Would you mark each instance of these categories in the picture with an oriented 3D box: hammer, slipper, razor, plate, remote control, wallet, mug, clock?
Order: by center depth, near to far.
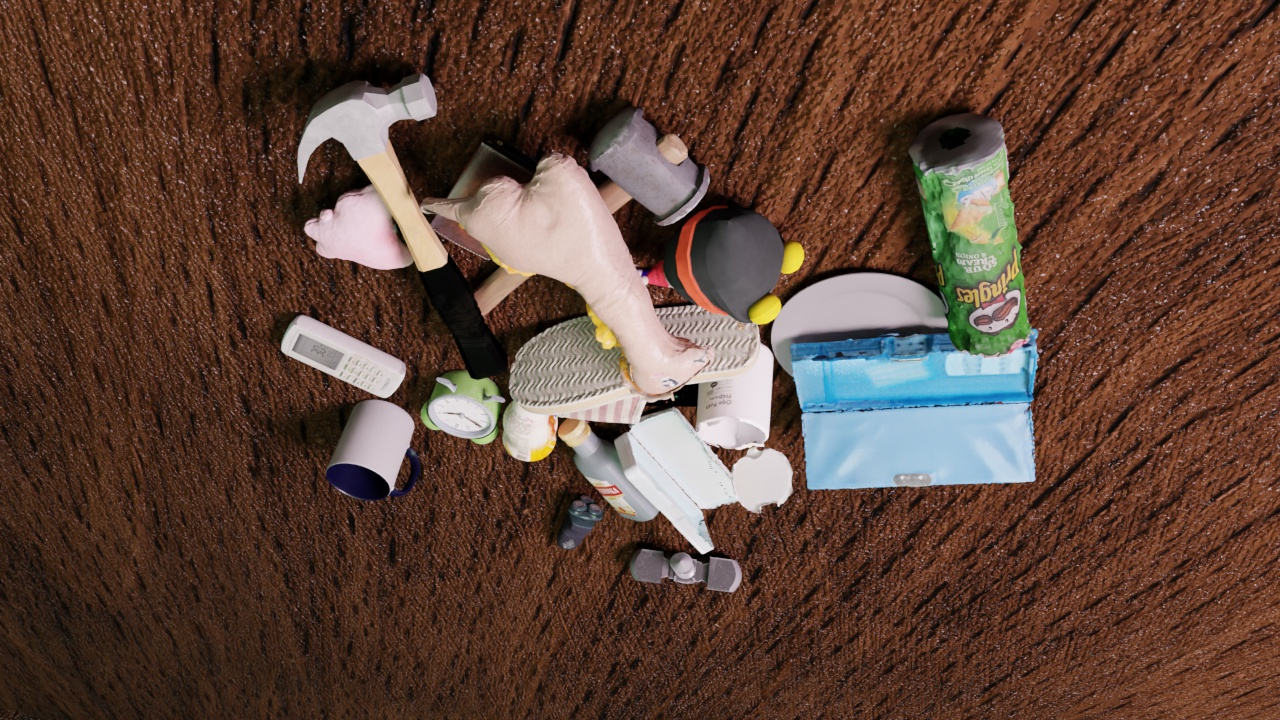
[{"bbox_3d":[-0.140,-0.148,0.849,0.072,0.019,0.123,29,136,-20],"label":"wallet"},{"bbox_3d":[-0.199,-0.103,0.850,0.131,0.039,0.328,-15,134,6],"label":"hammer"},{"bbox_3d":[-0.077,-0.115,0.859,0.098,0.052,0.329,36,136,-26],"label":"hammer"},{"bbox_3d":[0.221,-0.025,0.918,0.178,0.012,0.179,6,139,5],"label":"plate"},{"bbox_3d":[-0.005,0.006,0.932,0.263,0.114,0.052,-10,149,16],"label":"slipper"},{"bbox_3d":[0.005,0.036,1.031,0.150,0.013,0.034,1,138,11],"label":"remote control"},{"bbox_3d":[-0.338,-0.004,1.049,0.138,0.025,0.060,27,136,-18],"label":"remote control"},{"bbox_3d":[-0.206,0.056,1.076,0.094,0.042,0.120,21,137,-10],"label":"clock"},{"bbox_3d":[-0.319,0.119,1.129,0.079,0.096,0.112,-22,130,31],"label":"mug"},{"bbox_3d":[0.054,0.258,1.145,0.156,0.043,0.322,6,166,5],"label":"hammer"},{"bbox_3d":[-0.088,0.226,1.241,0.047,0.052,0.143,15,144,-10],"label":"razor"}]

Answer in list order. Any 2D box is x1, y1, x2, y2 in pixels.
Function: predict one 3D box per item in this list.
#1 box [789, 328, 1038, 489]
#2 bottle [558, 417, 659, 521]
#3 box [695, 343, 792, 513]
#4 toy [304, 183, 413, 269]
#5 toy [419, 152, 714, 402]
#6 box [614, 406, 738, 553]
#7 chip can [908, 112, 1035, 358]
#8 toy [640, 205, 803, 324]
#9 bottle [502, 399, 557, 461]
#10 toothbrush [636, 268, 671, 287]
[{"bbox_3d":[0.275,0.045,0.929,0.232,0.066,0.173,-3,117,15],"label":"box"},{"bbox_3d":[-0.040,0.129,1.110,0.072,0.046,0.161,6,142,49],"label":"bottle"},{"bbox_3d":[0.107,0.065,0.940,0.085,0.159,0.118,-11,145,31],"label":"box"},{"bbox_3d":[-0.269,-0.122,0.881,0.093,0.050,0.102,-8,140,3],"label":"toy"},{"bbox_3d":[-0.056,-0.061,0.815,0.196,0.065,0.264,-7,131,25],"label":"toy"},{"bbox_3d":[0.058,0.138,1.105,0.096,0.085,0.199,-33,130,7],"label":"box"},{"bbox_3d":[0.282,-0.099,0.775,0.076,0.075,0.223,-10,135,22],"label":"chip can"},{"bbox_3d":[0.069,-0.088,0.824,0.119,0.097,0.099,-2,143,48],"label":"toy"},{"bbox_3d":[-0.127,0.067,1.056,0.063,0.063,0.109,11,140,-1],"label":"bottle"},{"bbox_3d":[0.026,-0.079,0.895,0.187,0.016,0.015,9,139,2],"label":"toothbrush"}]
